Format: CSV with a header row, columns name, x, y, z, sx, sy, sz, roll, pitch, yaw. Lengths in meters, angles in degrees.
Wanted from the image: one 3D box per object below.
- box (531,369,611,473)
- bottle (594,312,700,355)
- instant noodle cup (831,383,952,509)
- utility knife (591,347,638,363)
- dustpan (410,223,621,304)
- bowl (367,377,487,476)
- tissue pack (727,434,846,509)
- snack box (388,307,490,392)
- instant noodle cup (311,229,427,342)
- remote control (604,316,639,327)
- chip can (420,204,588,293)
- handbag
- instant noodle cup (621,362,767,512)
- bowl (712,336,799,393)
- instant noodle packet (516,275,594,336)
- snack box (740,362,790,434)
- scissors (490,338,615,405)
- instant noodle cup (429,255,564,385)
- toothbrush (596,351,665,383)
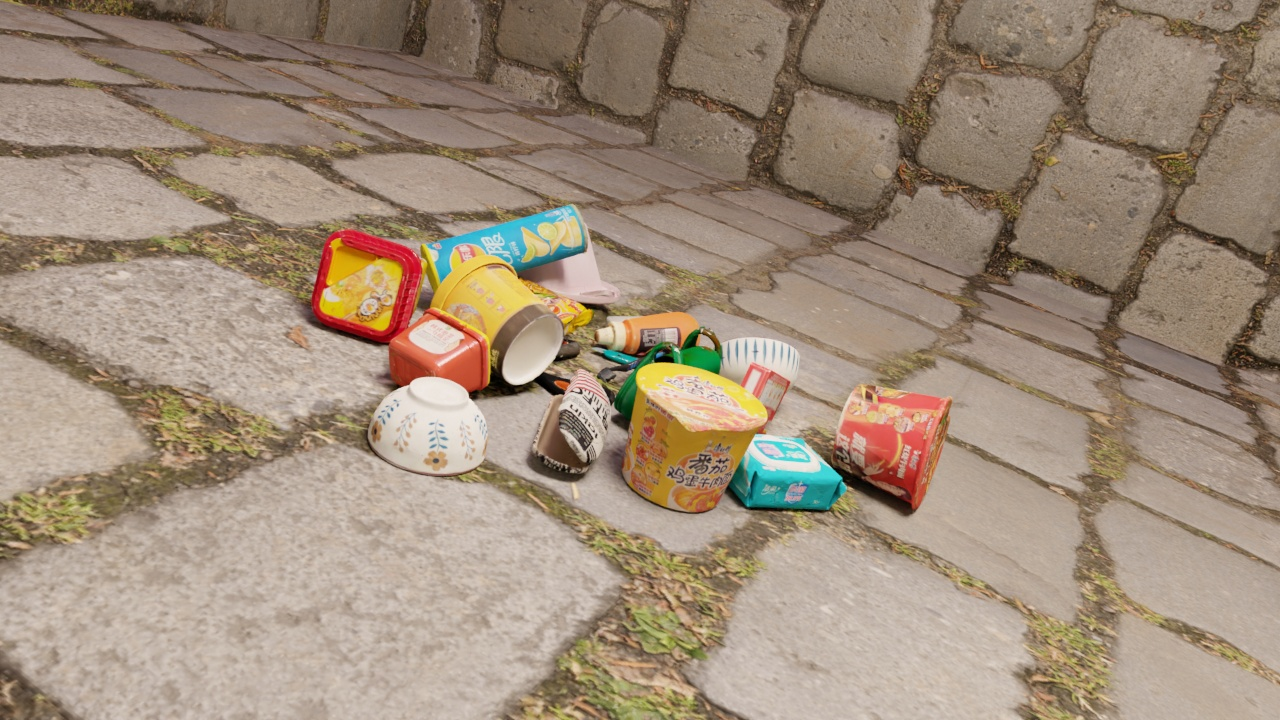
name,x,y,z,sx,sy,sz,roll,pitch,yaw
box,-0.073,0.073,0.964,0.075,0.082,0.163,49,14,-15
bottle,0.007,-0.034,1.269,0.149,0.067,0.066,-1,27,-25
instant noodle cup,0.296,0.095,1.089,0.109,0.138,0.137,17,19,24
utility knife,0.014,0.009,1.228,0.166,0.013,0.029,18,16,1
dustpan,-0.173,-0.128,1.369,0.274,0.139,0.222,-10,4,28
bowl,-0.198,0.055,0.875,0.113,0.062,0.113,14,20,-6
tissue pack,0.151,0.120,1.006,0.133,0.050,0.093,7,22,-27
snack box,-0.215,-0.002,0.975,0.091,0.082,0.079,27,41,25
instant noodle cup,-0.313,-0.091,1.095,0.116,0.116,0.123,17,9,-1
remote control,0.019,-0.046,1.358,0.149,0.021,0.058,-2,28,-41
chip can,-0.178,-0.147,1.210,0.210,0.071,0.071,-19,34,-17
handbag,0.037,0.022,1.065,0.068,0.120,0.131,34,23,22
instant noodle cup,0.046,0.080,0.938,0.138,0.110,0.138,16,21,-6
bowl,0.149,0.022,1.202,0.116,0.117,0.066,12,66,-15
instant noodle packet,-0.137,-0.066,1.188,0.128,0.044,0.110,26,29,18
snack box,0.140,0.047,1.082,0.025,0.075,0.152,25,2,18
scissors,-0.131,0.003,1.113,0.234,0.022,0.220,22,21,9
instant noodle cup,-0.157,-0.041,1.039,0.114,0.119,0.118,36,27,26
toothbrush,-0.007,0.007,1.172,0.016,0.014,0.189,31,20,19
